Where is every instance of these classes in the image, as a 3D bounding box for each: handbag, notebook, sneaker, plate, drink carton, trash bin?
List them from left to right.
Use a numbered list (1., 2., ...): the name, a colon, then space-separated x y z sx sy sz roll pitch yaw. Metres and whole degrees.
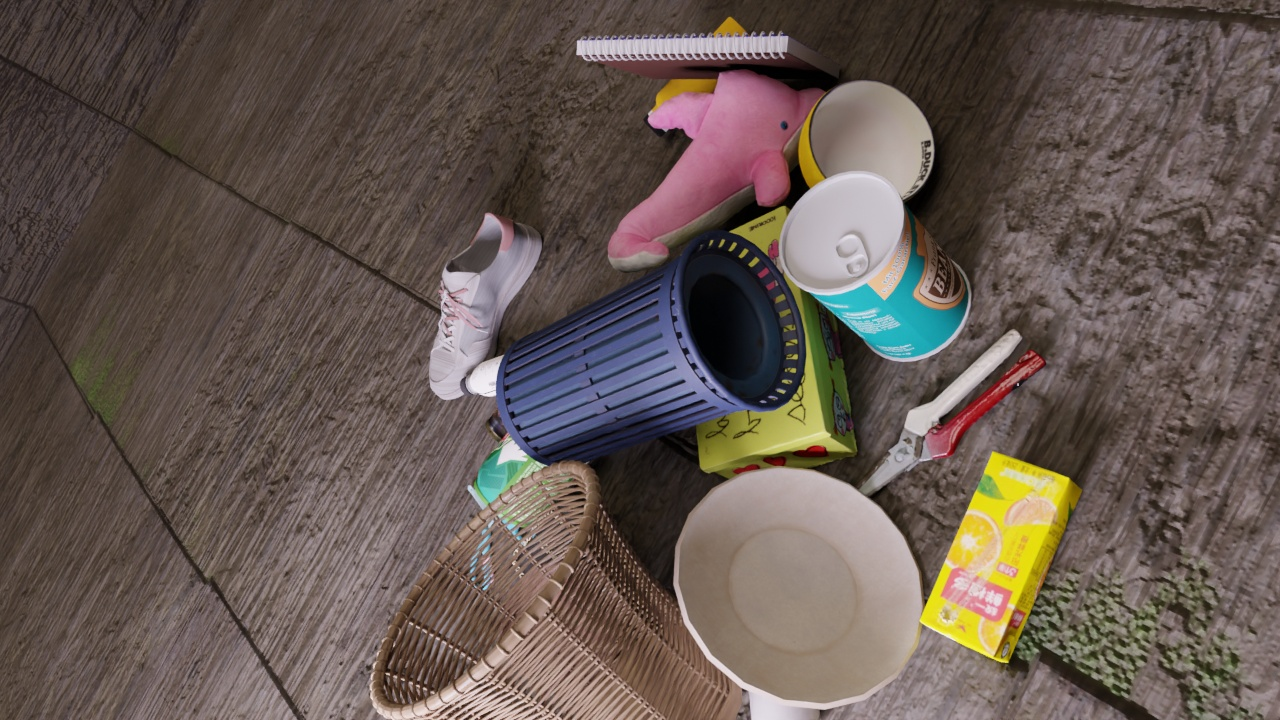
1. sneaker: -0.208 -0.072 1.094 0.099 0.089 0.236 20 84 43
2. handbag: -0.072 0.193 0.892 0.079 0.054 0.128 40 94 32
3. trash bin: -0.005 0.004 0.760 0.250 0.139 0.139 -23 56 44
4. notebook: 0.067 -0.292 0.891 0.209 0.171 0.022 9 101 27
5. plate: 0.118 0.170 0.695 0.188 0.027 0.188 3 55 -4
6. drink carton: 0.253 0.138 0.646 0.059 0.043 0.134 22 85 42

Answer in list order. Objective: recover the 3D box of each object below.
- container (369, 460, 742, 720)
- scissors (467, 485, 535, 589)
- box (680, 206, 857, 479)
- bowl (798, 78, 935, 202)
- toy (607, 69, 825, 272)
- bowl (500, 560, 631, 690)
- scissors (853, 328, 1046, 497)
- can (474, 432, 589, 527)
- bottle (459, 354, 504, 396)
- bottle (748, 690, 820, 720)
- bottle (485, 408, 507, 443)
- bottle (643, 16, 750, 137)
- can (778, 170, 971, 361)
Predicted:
1. container: -0.056 0.227 0.707 0.227 0.196 0.226 -38 19 15
2. scissors: -0.150 0.172 0.984 0.118 0.015 0.139 -20 64 31
3. box: 0.109 -0.010 0.812 0.125 0.079 0.220 -20 57 32
4. bowl: 0.192 -0.180 0.814 0.068 0.117 0.117 133 153 -74
5. toy: 0.061 -0.192 0.876 0.265 0.128 0.186 -40 20 -1
6. bowl: -0.066 0.239 0.844 0.119 0.032 0.119 0 92 1
7. scissors: 0.234 0.058 0.720 0.140 0.015 0.188 15 82 42
8. can: -0.096 0.091 0.929 0.144 0.083 0.083 -51 47 9
9. bottle: -0.159 0.016 1.046 0.116 0.041 0.041 -17 59 33
10. bottle: 0.106 0.190 0.736 0.053 0.052 0.195 -20 58 31
11. bottle: -0.112 0.045 0.983 0.105 0.056 0.056 -50 47 9
12. bottle: 0.062 -0.310 1.016 0.144 0.043 0.043 -44 48 14
13. can: 0.189 -0.071 0.728 0.099 0.144 0.099 -18 59 33
